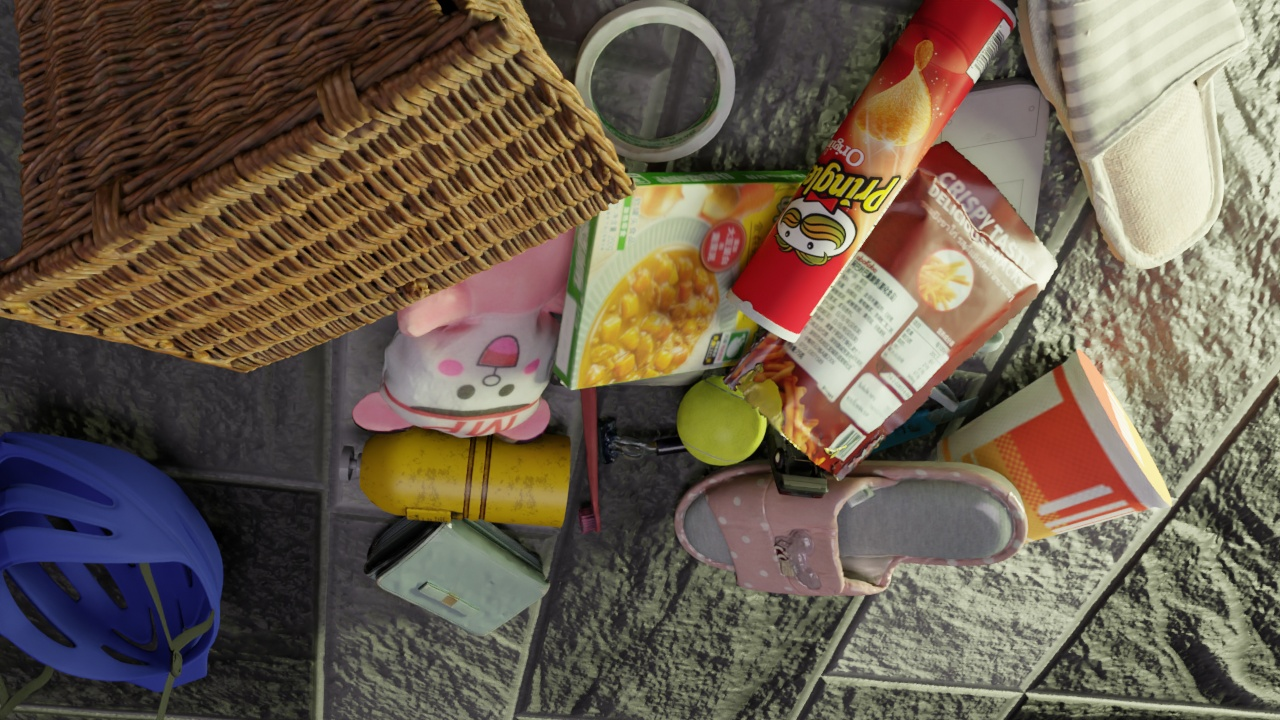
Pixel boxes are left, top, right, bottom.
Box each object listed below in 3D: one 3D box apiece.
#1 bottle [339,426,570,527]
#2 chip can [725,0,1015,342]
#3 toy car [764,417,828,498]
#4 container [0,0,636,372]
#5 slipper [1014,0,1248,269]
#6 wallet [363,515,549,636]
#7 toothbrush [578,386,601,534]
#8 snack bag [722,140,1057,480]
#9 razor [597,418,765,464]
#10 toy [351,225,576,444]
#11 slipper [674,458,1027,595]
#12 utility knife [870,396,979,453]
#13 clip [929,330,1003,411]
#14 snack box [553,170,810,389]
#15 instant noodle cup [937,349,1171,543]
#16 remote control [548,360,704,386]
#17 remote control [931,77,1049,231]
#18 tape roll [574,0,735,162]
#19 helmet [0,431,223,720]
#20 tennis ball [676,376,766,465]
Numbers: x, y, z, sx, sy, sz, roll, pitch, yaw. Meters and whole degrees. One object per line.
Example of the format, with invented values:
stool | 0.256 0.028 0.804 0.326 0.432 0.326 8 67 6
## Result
bottle | -0.138 0.084 0.683 0.163 0.071 0.071 6 126 -8
chip can | 0.130 -0.113 0.535 0.051 0.051 0.215 27 106 -22
toy car | 0.112 0.062 0.673 0.040 0.092 0.037 7 136 -9
container | -0.159 -0.131 0.437 0.250 0.183 0.162 -22 163 12
slipper | 0.294 -0.157 0.537 0.114 0.054 0.272 -39 126 2
wallet | -0.151 0.177 0.768 0.101 0.054 0.131 -35 126 21
toothbrush | -0.041 0.066 0.704 0.016 0.016 0.190 -12 130 -15
snack bag | 0.165 -0.024 0.597 0.139 0.066 0.208 38 104 -21
razor | 0.039 0.062 0.709 0.144 0.022 0.043 -5 128 -1
toy | -0.096 -0.029 0.589 0.141 0.084 0.214 -3 129 -36
slipper | 0.145 0.128 0.693 0.275 0.054 0.114 -10 115 30
utility knife | 0.177 0.064 0.727 0.186 0.015 0.031 -22 130 10
clip | 0.181 -0.024 0.653 0.163 0.028 0.115 14 126 -15
snack box | 0.033 -0.052 0.572 0.167 0.027 0.132 -8 125 -31
instant noodle cup | 0.301 0.075 0.685 0.121 0.123 0.123 -32 123 28
remote control | -0.004 0.004 0.630 0.136 0.013 0.033 0 131 -44
remote control | 0.219 -0.108 0.597 0.074 0.019 0.151 -9 128 2
tape roll | 0.008 -0.163 0.542 0.094 0.018 0.094 -2 127 -3
helmet | -0.388 0.181 0.641 0.148 0.227 0.242 -18 128 -3
tennis ball | 0.059 0.044 0.670 0.065 0.065 0.065 -2 127 -3
